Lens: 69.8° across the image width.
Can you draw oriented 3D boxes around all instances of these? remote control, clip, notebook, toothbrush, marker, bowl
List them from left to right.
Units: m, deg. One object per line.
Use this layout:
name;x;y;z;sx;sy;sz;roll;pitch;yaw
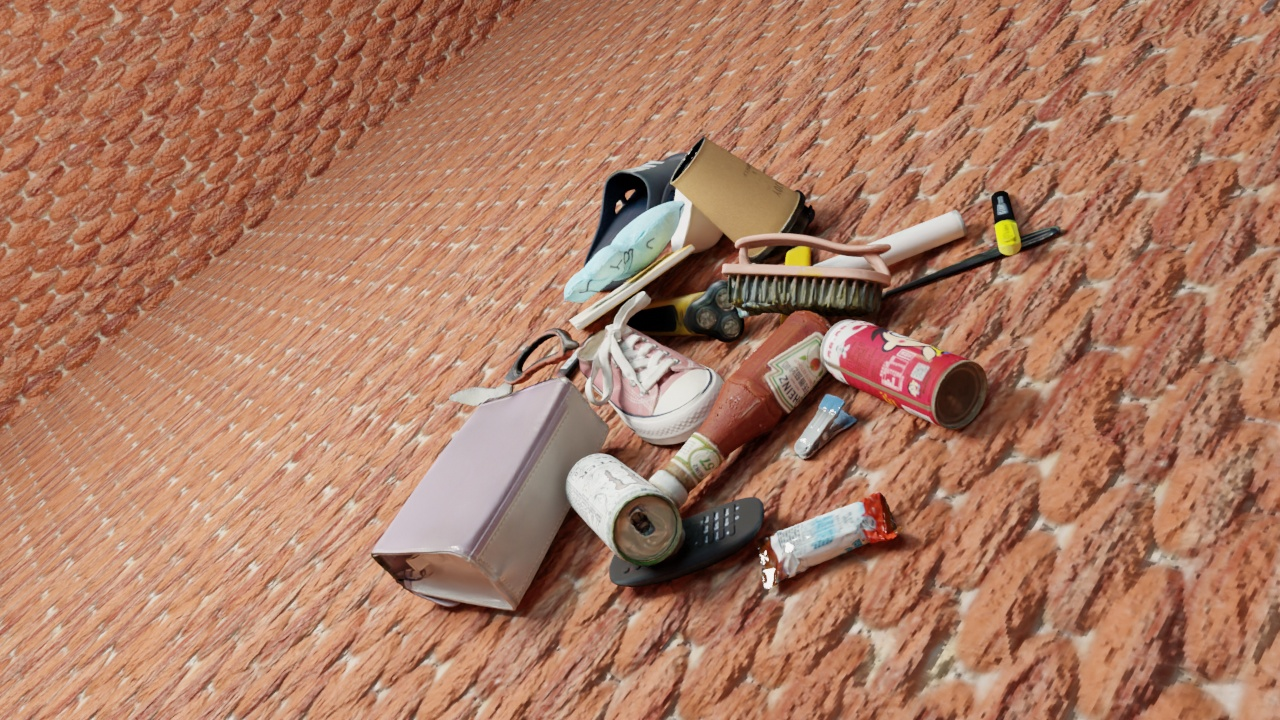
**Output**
marker;-0.081;0.011;1.025;0.018;0.015;0.123;-1;41;41
notebook;-0.015;-0.079;1.014;0.146;0.010;0.206;-35;6;-2
remote control;0.038;0.144;0.708;0.137;0.024;0.053;-25;27;21
bowl;0.078;-0.175;1.071;0.064;0.118;0.118;5;33;-7
clip;0.145;0.057;0.737;0.058;0.044;0.027;-46;33;-10
toothbrush;0.194;-0.088;0.864;0.221;0.026;0.026;-21;75;10
toothbrush;0.277;-0.084;0.812;0.181;0.018;0.015;-20;25;20
marker;0.322;-0.125;0.813;0.018;0.015;0.123;-11;28;23

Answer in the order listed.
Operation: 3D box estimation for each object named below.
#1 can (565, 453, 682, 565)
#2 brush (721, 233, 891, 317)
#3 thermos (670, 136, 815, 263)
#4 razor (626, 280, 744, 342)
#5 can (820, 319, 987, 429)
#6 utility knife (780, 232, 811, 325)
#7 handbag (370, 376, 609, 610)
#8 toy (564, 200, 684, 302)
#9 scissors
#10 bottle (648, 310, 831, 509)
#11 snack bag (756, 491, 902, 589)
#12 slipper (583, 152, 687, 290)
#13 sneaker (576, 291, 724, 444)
can;-0.017;0.116;0.734;0.058;0.058;0.147;-40;15;-10
brush;0.151;-0.076;0.824;0.146;0.063;0.073;3;83;24
thermos;0.107;-0.173;0.982;0.093;0.143;0.093;-50;14;17
razor;0.035;-0.045;0.955;0.067;0.062;0.168;-19;11;-39
can;0.201;0.007;0.716;0.053;0.053;0.133;-41;31;-11
utility knife;0.159;-0.079;0.918;0.033;0.015;0.177;-11;35;21
handbag;-0.132;0.121;0.834;0.145;0.098;0.196;-4;42;38
toy;-0.014;-0.122;1.046;0.162;0.050;0.155;-42;-2;33
scissors;-0.135;0.039;0.979;0.225;0.015;0.189;35;107;41
bottle;0.088;0.042;0.773;0.205;0.060;0.060;-44;32;-16
snack bag;0.130;0.125;0.645;0.105;0.026;0.045;-25;40;17
slipper;-0.001;-0.203;1.186;0.111;0.083;0.267;-2;44;39
sneaker;-0.005;0.005;0.885;0.118;0.088;0.241;-41;30;-12
